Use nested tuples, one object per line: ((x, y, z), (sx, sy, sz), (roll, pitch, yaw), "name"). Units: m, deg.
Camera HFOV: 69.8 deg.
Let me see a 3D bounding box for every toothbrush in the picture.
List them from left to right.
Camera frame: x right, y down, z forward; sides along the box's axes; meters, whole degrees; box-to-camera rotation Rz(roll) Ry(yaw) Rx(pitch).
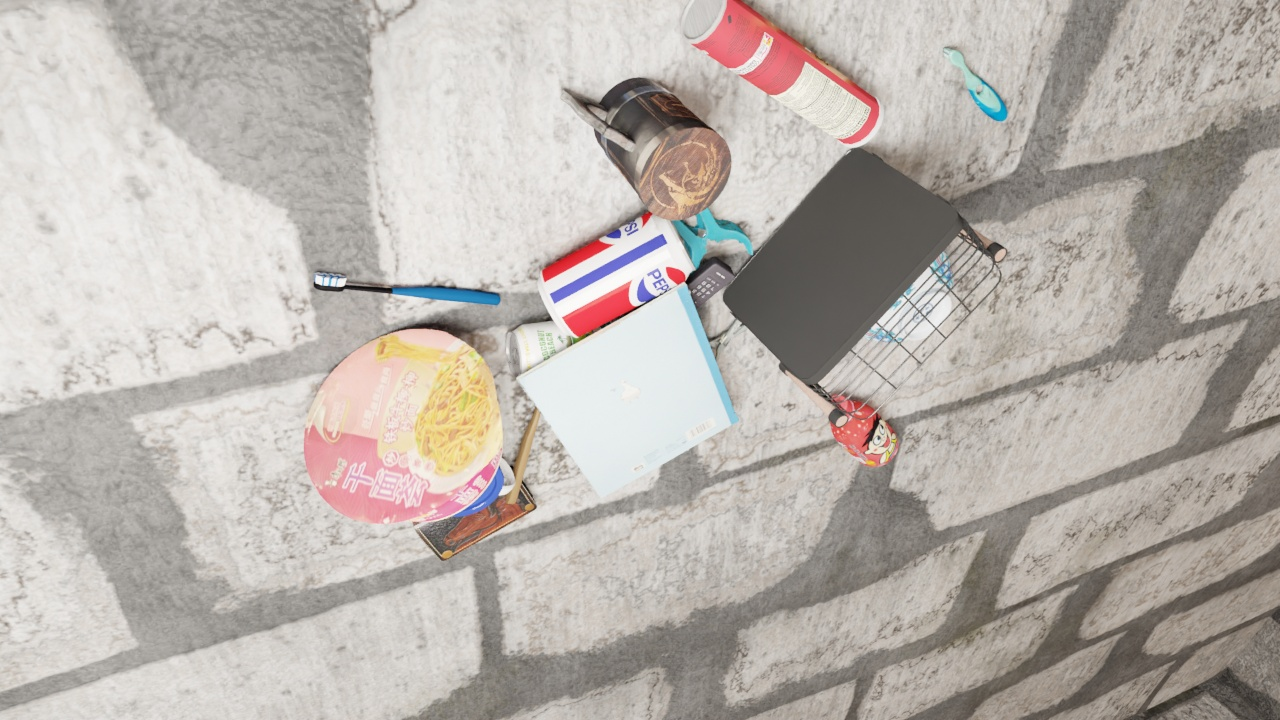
((-0.199, -0.061, 0.802), (0.167, 0.014, 0.014), (3, 114, -33), "toothbrush")
((-0.118, 0.079, 0.954), (0.016, 0.016, 0.167), (7, 114, -26), "toothbrush")
((0.337, -0.276, 0.922), (0.135, 0.017, 0.022), (24, 112, -44), "toothbrush")

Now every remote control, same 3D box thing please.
((0.034, -0.054, 0.920), (0.032, 0.015, 0.137), (28, 125, -37), "remote control")

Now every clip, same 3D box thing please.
((0.048, -0.109, 0.896), (0.130, 0.031, 0.121), (18, 121, -39), "clip")

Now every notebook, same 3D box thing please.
((-0.001, 0.042, 0.938), (0.181, 0.009, 0.253), (-29, 142, -2), "notebook")

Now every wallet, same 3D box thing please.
((-0.181, 0.168, 1.007), (0.123, 0.019, 0.072), (-29, 135, -4), "wallet")

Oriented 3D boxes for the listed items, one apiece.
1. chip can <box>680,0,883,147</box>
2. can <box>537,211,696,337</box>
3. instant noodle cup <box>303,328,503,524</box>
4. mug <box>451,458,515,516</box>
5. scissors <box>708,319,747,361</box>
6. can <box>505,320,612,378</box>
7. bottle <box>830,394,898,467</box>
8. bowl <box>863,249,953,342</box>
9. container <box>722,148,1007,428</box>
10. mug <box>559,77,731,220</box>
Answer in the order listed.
((0.128, -0.251, 0.797), (0.214, 0.051, 0.052), (18, 117, -39), "chip can")
((-0.022, -0.079, 0.834), (0.132, 0.070, 0.070), (-27, 137, 8), "can")
((-0.199, 0.068, 0.817), (0.178, 0.178, 0.078), (-31, 152, -2), "instant noodle cup")
((-0.170, 0.108, 0.921), (0.112, 0.076, 0.075), (27, 111, -42), "mug")
((0.078, -0.022, 0.989), (0.161, 0.014, 0.142), (-1, 122, -33), "scissors")
((-0.075, -0.012, 0.886), (0.101, 0.055, 0.055), (-8, 131, -23), "can")
((0.275, 0.085, 1.165), (0.062, 0.062, 0.137), (-43, 136, 9), "bottle")
((0.301, -0.070, 1.035), (0.143, 0.074, 0.144), (-16, 133, -17), "bowl")
((0.221, -0.071, 0.918), (0.241, 0.162, 0.130), (-49, 134, 10), "container")
((0.001, -0.180, 0.746), (0.115, 0.107, 0.080), (12, 120, -36), "mug")
